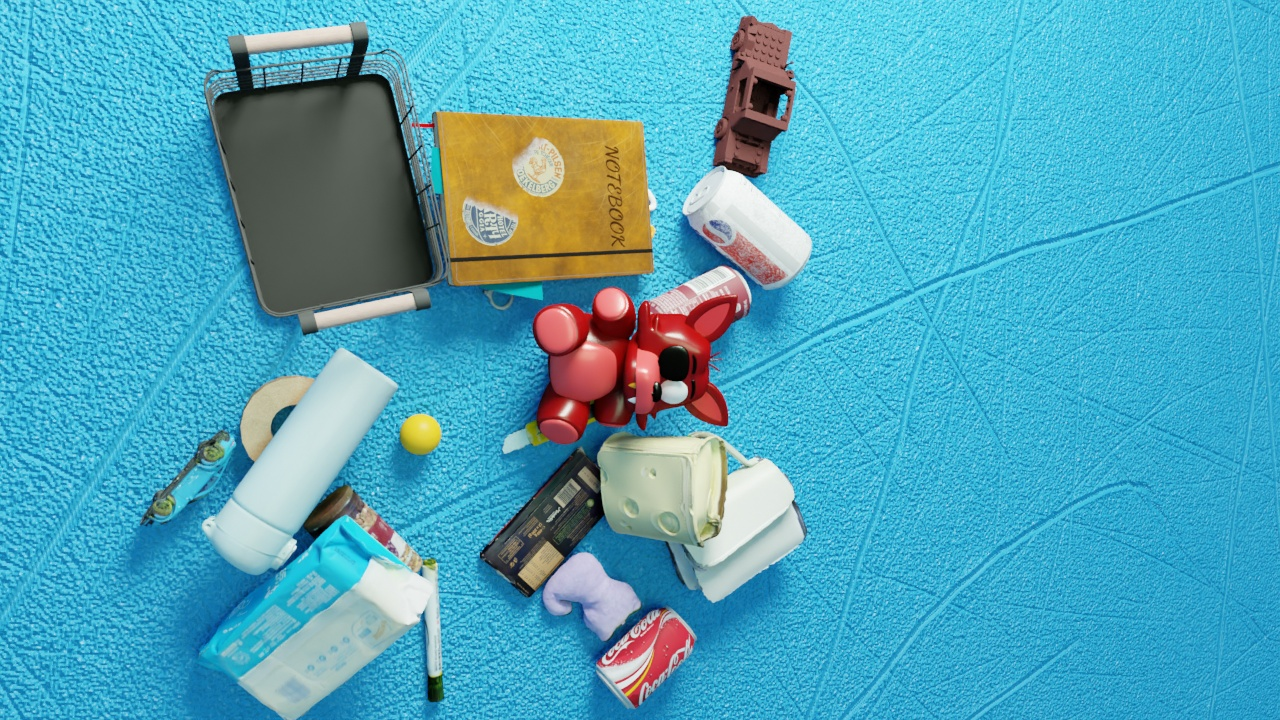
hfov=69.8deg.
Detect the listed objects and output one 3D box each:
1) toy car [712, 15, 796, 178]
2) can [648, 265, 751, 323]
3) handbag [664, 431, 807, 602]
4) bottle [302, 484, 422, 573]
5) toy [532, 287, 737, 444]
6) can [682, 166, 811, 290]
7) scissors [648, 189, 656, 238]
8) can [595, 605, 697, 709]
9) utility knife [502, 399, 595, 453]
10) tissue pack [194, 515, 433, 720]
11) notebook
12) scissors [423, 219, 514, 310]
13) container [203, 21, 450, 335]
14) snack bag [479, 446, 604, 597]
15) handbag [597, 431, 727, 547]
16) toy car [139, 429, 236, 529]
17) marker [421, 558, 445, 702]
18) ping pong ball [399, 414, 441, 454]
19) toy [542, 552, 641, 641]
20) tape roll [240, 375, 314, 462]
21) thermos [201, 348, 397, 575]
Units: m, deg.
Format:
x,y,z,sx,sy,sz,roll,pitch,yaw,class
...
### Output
x,y,z,sx,sy,sz,roll,pitch,yaw,class
0.130,-0.295,1.016,0.070,0.062,0.170,11,89,-24,toy car
0.061,-0.055,1.001,0.114,0.063,0.063,-27,104,-20,can
0.093,0.161,1.023,0.151,0.074,0.176,-29,103,-19,handbag
-0.265,0.175,0.879,0.056,0.056,0.105,-44,109,-15,bottle
-0.006,0.005,0.920,0.197,0.120,0.158,1,117,1,toy
0.118,-0.145,1.012,0.136,0.078,0.078,37,79,-21,can
-0.040,-0.166,0.978,0.131,0.013,0.073,11,88,-25,scissors
0.007,0.323,1.002,0.104,0.064,0.064,-40,108,-16,can
-0.068,0.061,0.981,0.175,0.017,0.030,-21,92,-18,utility knife
-0.298,0.241,0.837,0.209,0.066,0.117,-41,109,12,tissue pack
-0.096,-0.153,0.915,0.248,0.014,0.178,-7,95,-34,notebook
-0.138,-0.125,0.935,0.171,0.014,0.141,21,90,-21,scissors
-0.273,-0.153,0.809,0.162,0.130,0.241,-14,99,-19,container
-0.093,0.173,0.974,0.155,0.018,0.074,-46,109,-14,snack bag
0.026,0.133,0.958,0.081,0.119,0.111,-9,98,-59,handbag
-0.401,0.109,0.821,0.032,0.048,0.105,45,75,-23,toy car
-0.211,0.274,0.931,0.017,0.017,0.146,-3,94,-23,marker
-0.216,0.073,0.902,0.040,0.040,0.040,-2,94,-23,ping pong ball
-0.055,0.256,0.987,0.080,0.036,0.099,-43,105,-4,toy
-0.324,0.061,0.861,0.094,0.027,0.094,-2,94,-23,tape roll
-0.302,0.090,0.820,0.078,0.065,0.206,36,79,-15,thermos
